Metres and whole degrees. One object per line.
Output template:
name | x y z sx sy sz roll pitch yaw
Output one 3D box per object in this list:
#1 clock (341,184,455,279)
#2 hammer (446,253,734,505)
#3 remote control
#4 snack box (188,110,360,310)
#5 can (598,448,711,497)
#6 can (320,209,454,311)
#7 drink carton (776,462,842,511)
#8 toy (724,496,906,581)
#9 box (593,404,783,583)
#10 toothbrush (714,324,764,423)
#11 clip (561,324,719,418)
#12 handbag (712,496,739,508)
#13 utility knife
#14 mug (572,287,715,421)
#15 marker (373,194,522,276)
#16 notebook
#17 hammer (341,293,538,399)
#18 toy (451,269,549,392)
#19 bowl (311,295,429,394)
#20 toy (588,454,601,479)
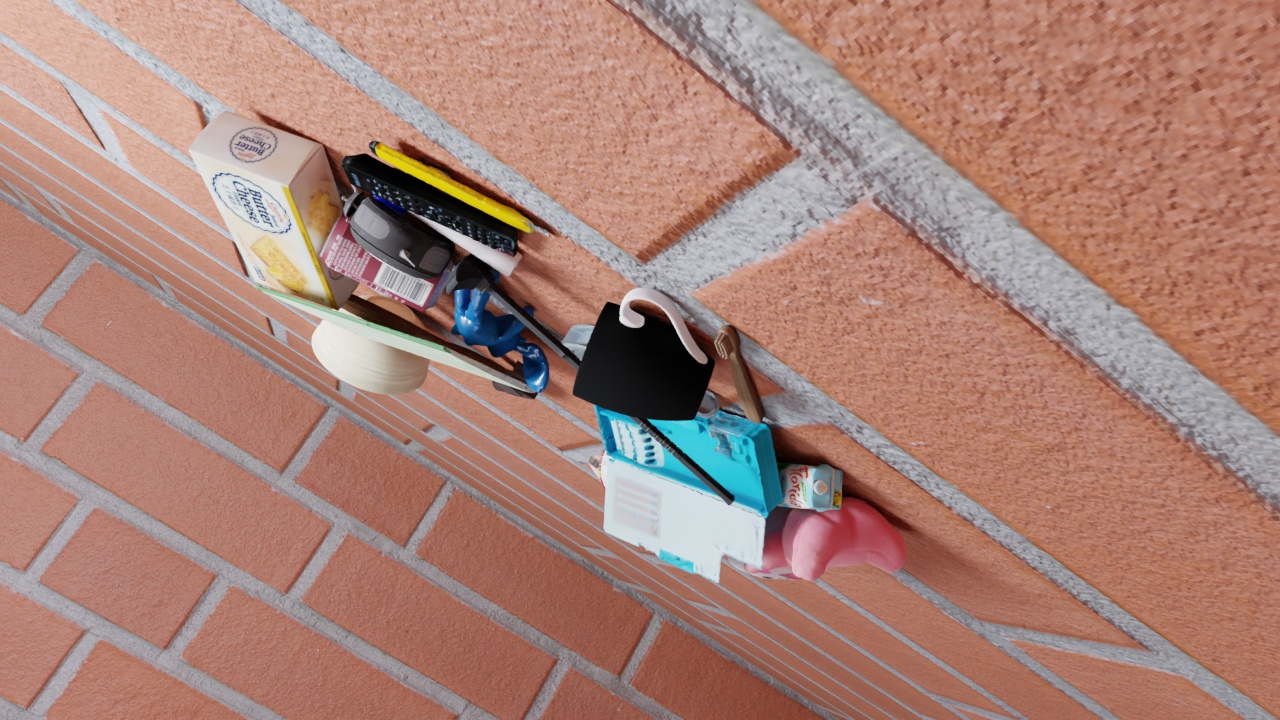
clock | -0.216 -0.109 0.814 0.123 0.044 0.091 37 -171 24
hammer | -0.037 0.023 0.812 0.325 0.015 0.094 42 -160 -8
remote control | -0.167 -0.129 0.747 0.150 0.022 0.047 25 167 -2
snack box | -0.347 -0.139 0.899 0.104 0.057 0.208 21 151 7
can | 0.018 0.130 1.059 0.086 0.086 0.117 41 160 -29
can | -0.242 -0.097 0.881 0.114 0.063 0.063 26 165 -17
drink carton | 0.146 0.121 0.890 0.038 0.044 0.129 8 173 -25
toy | 0.164 0.185 0.953 0.141 0.084 0.214 0 169 -20
box | 0.043 0.122 0.930 0.227 0.056 0.185 15 118 45
toothbrush | 0.083 0.017 0.757 0.016 0.016 0.167 24 162 26
clip | -0.009 -0.001 0.841 0.163 0.028 0.107 21 162 28
handbag | 0.091 0.183 1.121 0.126 0.069 0.159 38 159 -27
utility knife | -0.141 -0.132 0.718 0.163 0.017 0.030 30 -179 4
mug | 0.010 -0.004 0.738 0.100 0.084 0.119 21 133 1
marker | -0.164 -0.116 0.785 0.133 0.023 0.027 33 120 -6
notebook | -0.256 -0.021 0.972 0.253 0.010 0.182 17 173 25
hammer | -0.261 -0.028 1.101 0.322 0.033 0.115 28 167 -28
toy | -0.141 -0.032 0.920 0.113 0.071 0.176 36 167 26
bowl | -0.330 -0.033 1.164 0.150 0.075 0.150 24 -154 -13
toy | -0.016 0.165 1.280 0.099 0.052 0.096 24 174 31
